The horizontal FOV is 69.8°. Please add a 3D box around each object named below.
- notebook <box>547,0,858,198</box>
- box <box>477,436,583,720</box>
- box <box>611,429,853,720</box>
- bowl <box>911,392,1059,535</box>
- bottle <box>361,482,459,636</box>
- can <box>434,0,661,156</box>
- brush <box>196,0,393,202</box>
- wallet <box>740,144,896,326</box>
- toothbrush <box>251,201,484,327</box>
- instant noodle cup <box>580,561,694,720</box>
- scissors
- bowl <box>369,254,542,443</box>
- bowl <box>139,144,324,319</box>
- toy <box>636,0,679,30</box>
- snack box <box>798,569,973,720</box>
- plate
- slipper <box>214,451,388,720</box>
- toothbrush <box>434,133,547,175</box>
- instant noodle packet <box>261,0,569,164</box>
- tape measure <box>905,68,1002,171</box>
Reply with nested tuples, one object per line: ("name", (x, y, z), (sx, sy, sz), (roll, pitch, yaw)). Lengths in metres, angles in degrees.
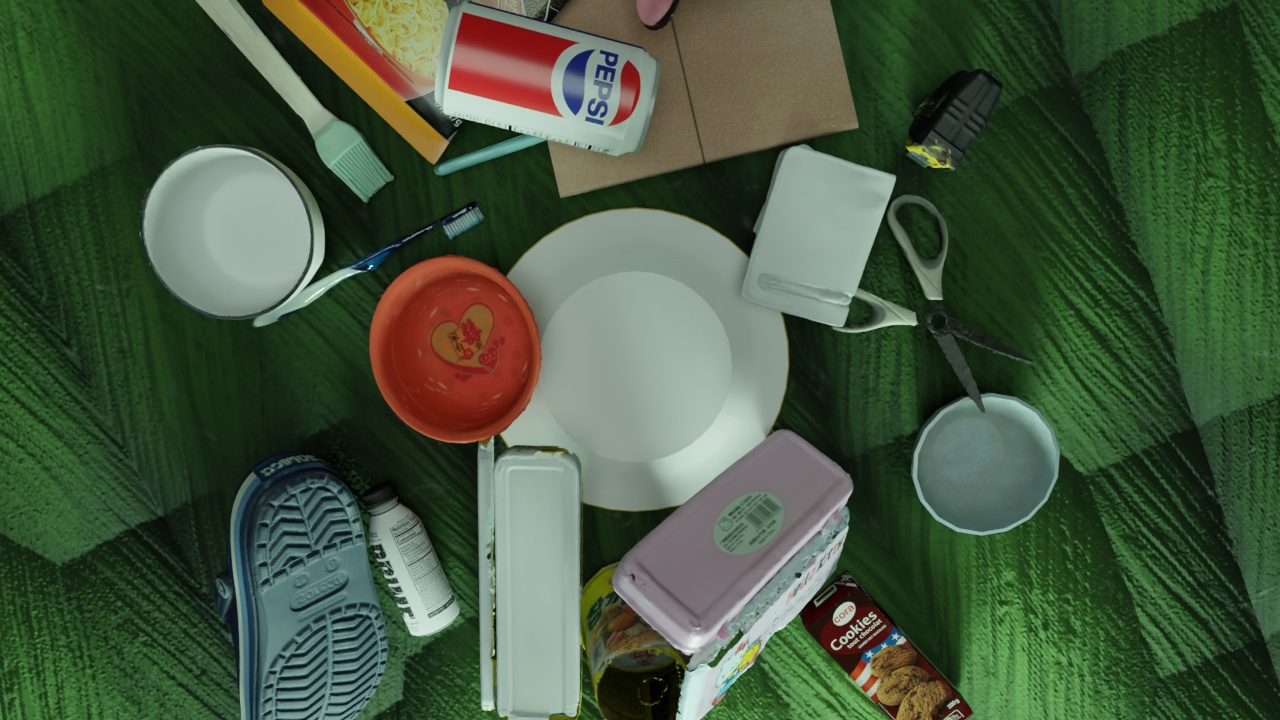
("notebook", (0.031, -0.204, 0.631), (0.209, 0.008, 0.141), (-13, 90, 2))
("box", (-0.082, 0.155, 0.673), (0.084, 0.080, 0.210), (1, 101, 0))
("box", (0.068, 0.146, 0.637), (0.101, 0.200, 0.103), (37, 134, 22))
("bowl", (0.249, 0.072, 0.681), (0.106, 0.039, 0.106), (0, 100, -1))
("bottle", (-0.176, 0.147, 0.690), (0.041, 0.041, 0.116), (-21, 100, 3))
("can", (-0.059, -0.177, 0.584), (0.132, 0.070, 0.070), (12, 100, -9))
("brush", (-0.255, -0.203, 0.640), (0.033, 0.012, 0.217), (-39, 97, 6))
("wallet", (0.122, -0.087, 0.647), (0.086, 0.032, 0.116), (20, 100, -3))
("toothbrush", (-0.198, -0.066, 0.664), (0.189, 0.016, 0.017), (-26, 109, 4))
("instant noodle cup", (-0.001, 0.211, 0.668), (0.102, 0.108, 0.102), (0, 102, -2))
("scissors", (0.198, -0.041, 0.658), (0.169, 0.012, 0.157), (0, 90, 10))
("bowl", (-0.124, -0.009, 0.651), (0.131, 0.045, 0.130), (2, 98, 15))
("bowl", (-0.271, -0.089, 0.633), (0.116, 0.065, 0.116), (0, 100, 0))
("toy", (0.036, -0.324, 0.558), (0.142, 0.084, 0.213), (-15, 77, 32))
("snack box", (0.190, 0.234, 0.713), (0.051, 0.031, 0.141), (-42, 98, 6))
("plate", (-0.004, 0.004, 0.675), (0.230, 0.021, 0.230), (0, 100, -1))
("slipper", (-0.253, 0.174, 0.672), (0.095, 0.104, 0.253), (25, 119, 36))
("toothbrush", (-0.061, -0.164, 0.647), (0.181, 0.016, 0.016), (-20, 99, 2))
("instant noodle packet", (-0.126, -0.270, 0.616), (0.160, 0.032, 0.221), (43, 97, -1))
("tape measure", (0.209, -0.166, 0.625), (0.038, 0.062, 0.067), (33, 98, -6))
